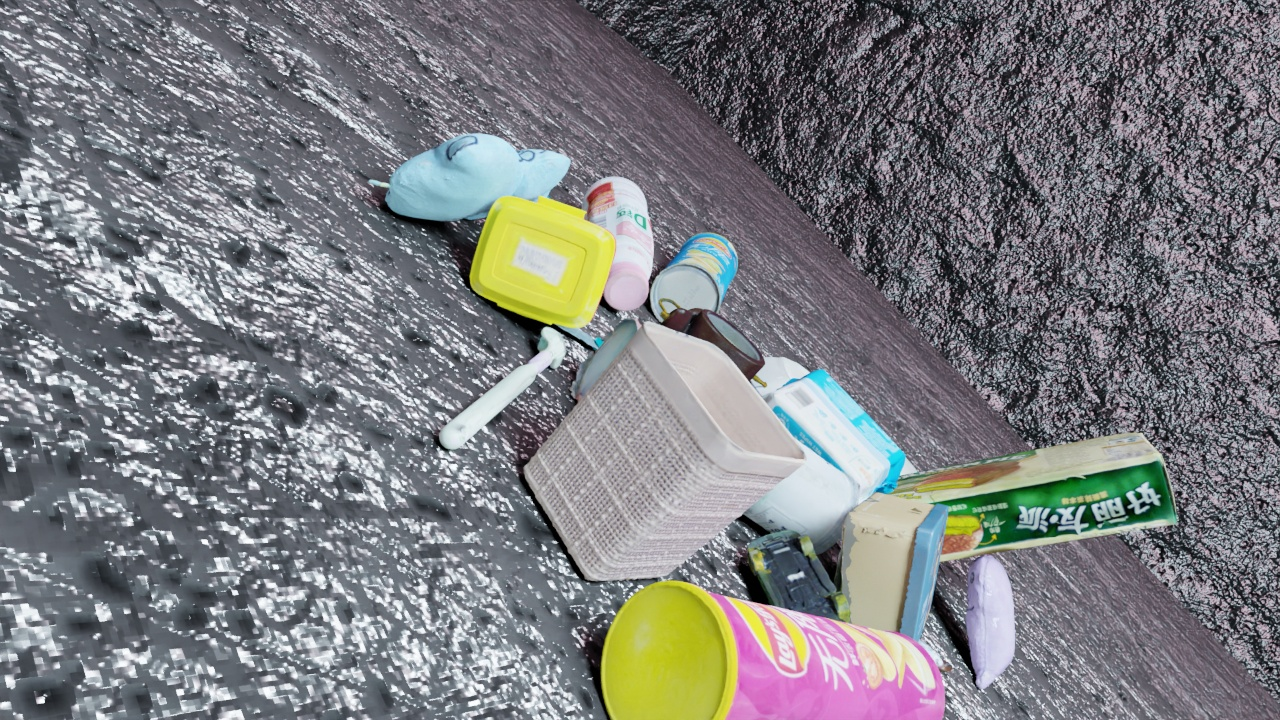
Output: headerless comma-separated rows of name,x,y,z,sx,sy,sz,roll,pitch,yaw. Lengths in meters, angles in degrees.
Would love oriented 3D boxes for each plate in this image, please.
plate,0.223,0.082,1.000,0.265,0.034,0.161,40,18,-11

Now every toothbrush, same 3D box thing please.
toothbrush,-0.077,0.015,0.545,0.189,0.020,0.029,-54,130,-70

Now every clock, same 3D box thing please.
clock,0.059,-0.012,0.831,0.122,0.055,0.082,46,19,14

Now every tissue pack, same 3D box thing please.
tissue pack,0.163,0.073,0.821,0.089,0.063,0.140,-20,61,-46

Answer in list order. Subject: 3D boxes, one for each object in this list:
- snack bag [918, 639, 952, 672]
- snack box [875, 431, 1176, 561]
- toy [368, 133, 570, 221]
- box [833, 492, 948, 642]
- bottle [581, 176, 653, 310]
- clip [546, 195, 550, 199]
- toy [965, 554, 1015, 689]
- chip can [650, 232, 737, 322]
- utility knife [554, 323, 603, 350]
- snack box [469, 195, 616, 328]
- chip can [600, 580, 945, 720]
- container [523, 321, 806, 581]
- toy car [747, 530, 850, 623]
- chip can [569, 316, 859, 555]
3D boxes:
snack bag,0.181,0.206,0.643,0.048,0.026,0.104,28,4,38
snack box,0.333,0.124,0.822,0.114,0.240,0.063,-16,91,-70
toy,-0.119,-0.127,0.655,0.156,0.162,0.050,-19,89,-29
box,0.176,0.144,0.642,0.061,0.090,0.184,9,4,20
bottle,-0.020,-0.111,0.874,0.068,0.068,0.196,35,23,-24
clip,-0.088,-0.140,0.864,0.056,0.043,0.014,47,21,8
toy,0.301,0.221,0.789,0.083,0.039,0.108,17,70,-59
chip can,0.061,-0.087,0.979,0.071,0.071,0.209,42,18,-3
utility knife,-0.004,0.004,0.730,0.215,0.013,0.029,30,22,-34
snack box,-0.064,-0.072,0.653,0.091,0.082,0.080,20,10,3
chip can,0.077,0.160,0.457,0.210,0.071,0.071,25,25,-44
container,0.009,0.054,0.488,0.090,0.111,0.090,15,33,-55
toy car,0.099,0.145,0.579,0.091,0.043,0.036,-116,-165,-60
chip can,0.056,0.056,0.646,0.214,0.071,0.071,36,20,-21
